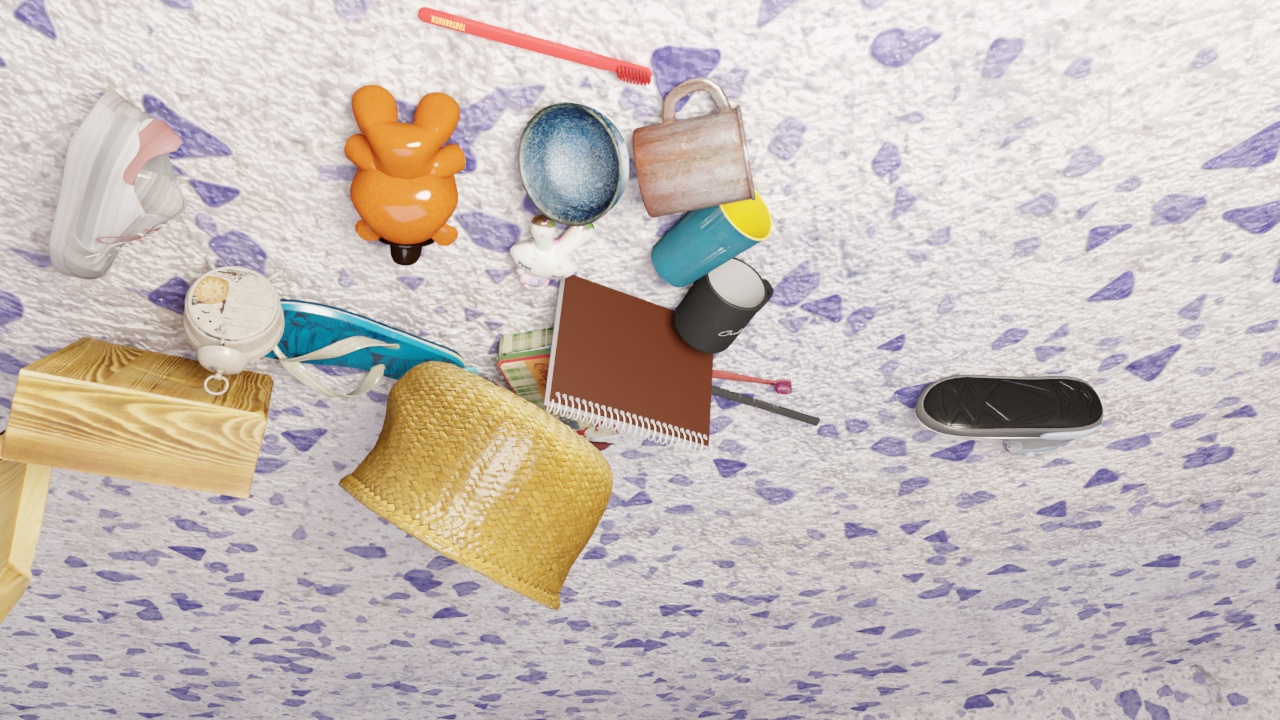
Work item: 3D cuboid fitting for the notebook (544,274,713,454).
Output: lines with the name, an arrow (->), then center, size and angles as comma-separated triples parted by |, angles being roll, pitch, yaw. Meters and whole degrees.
notebook -> -0.006, 0.006, 1.072 | 0.209, 0.171, 0.022 | 18, 153, -26

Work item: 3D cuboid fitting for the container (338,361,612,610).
container -> -0.182, 0.141, 1.089 | 0.307, 0.196, 0.307 | 29, 167, 7

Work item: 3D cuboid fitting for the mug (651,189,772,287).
mug -> 0.070, -0.131, 0.977 | 0.078, 0.078, 0.122 | 23, 141, -31

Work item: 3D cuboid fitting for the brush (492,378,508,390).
brush -> -0.198, 0.074, 1.260 | 0.050, 0.015, 0.136 | 46, 148, 9

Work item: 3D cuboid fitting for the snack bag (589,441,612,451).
snack bag -> -0.095, 0.132, 1.331 | 0.057, 0.013, 0.158 | 6, 162, -24

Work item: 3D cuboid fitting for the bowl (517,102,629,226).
bowl -> -0.054, -0.190, 0.881 | 0.114, 0.060, 0.114 | 11, 113, 27

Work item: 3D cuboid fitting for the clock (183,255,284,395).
clock -> -0.445, -0.036, 0.996 | 0.103, 0.156, 0.061 | 10, 152, -17

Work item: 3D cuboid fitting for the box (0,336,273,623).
box -> -0.603, 0.161, 1.031 | 0.286, 0.336, 0.279 | 16, -176, -21

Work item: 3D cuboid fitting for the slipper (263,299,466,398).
slipper -> -0.356, -0.005, 1.125 | 0.294, 0.060, 0.118 | 15, 136, -27

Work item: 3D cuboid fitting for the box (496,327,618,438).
box -> -0.104, 0.036, 1.209 | 0.118, 0.050, 0.206 | -10, 142, 7

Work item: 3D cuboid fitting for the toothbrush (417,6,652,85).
toothbrush -> -0.089, -0.275, 0.811 | 0.212, 0.017, 0.012 | 10, 142, -17

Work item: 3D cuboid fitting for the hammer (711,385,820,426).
hammer -> 0.110, 0.037, 1.217 | 0.324, 0.015, 0.095 | 17, 114, -25

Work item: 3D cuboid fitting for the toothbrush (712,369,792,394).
toothbrush -> 0.118, 0.024, 1.234 | 0.189, 0.016, 0.016 | 9, 139, -16

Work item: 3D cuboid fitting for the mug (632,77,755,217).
mug -> 0.048, -0.203, 0.873 | 0.110, 0.096, 0.123 | -12, 112, 5

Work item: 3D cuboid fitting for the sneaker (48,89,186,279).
sneaker -> -0.498, -0.147, 0.891 | 0.089, 0.099, 0.237 | 28, 134, -15

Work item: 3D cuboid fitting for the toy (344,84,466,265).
toy -> -0.226, -0.172, 0.881 | 0.112, 0.096, 0.176 | 5, 115, -11

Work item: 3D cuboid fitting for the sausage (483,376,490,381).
sausage -> -0.233, 0.065, 1.263 | 0.020, 0.020, 0.156 | 11, 141, -18

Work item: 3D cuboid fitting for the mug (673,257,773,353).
mug -> 0.105, -0.066, 1.071 | 0.113, 0.078, 0.088 | -12, 152, -34

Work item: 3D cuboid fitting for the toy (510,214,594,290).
toy -> -0.102, -0.115, 1.012 | 0.079, 0.038, 0.123 | 6, 146, -24

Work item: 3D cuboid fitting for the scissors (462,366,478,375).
scissors -> -0.257, 0.050, 1.214 | 0.075, 0.015, 0.142 | -10, 149, -24

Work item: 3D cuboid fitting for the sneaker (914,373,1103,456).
sneaker -> 0.505, 0.091, 1.306 | 0.256, 0.093, 0.161 | -1, 152, -1
